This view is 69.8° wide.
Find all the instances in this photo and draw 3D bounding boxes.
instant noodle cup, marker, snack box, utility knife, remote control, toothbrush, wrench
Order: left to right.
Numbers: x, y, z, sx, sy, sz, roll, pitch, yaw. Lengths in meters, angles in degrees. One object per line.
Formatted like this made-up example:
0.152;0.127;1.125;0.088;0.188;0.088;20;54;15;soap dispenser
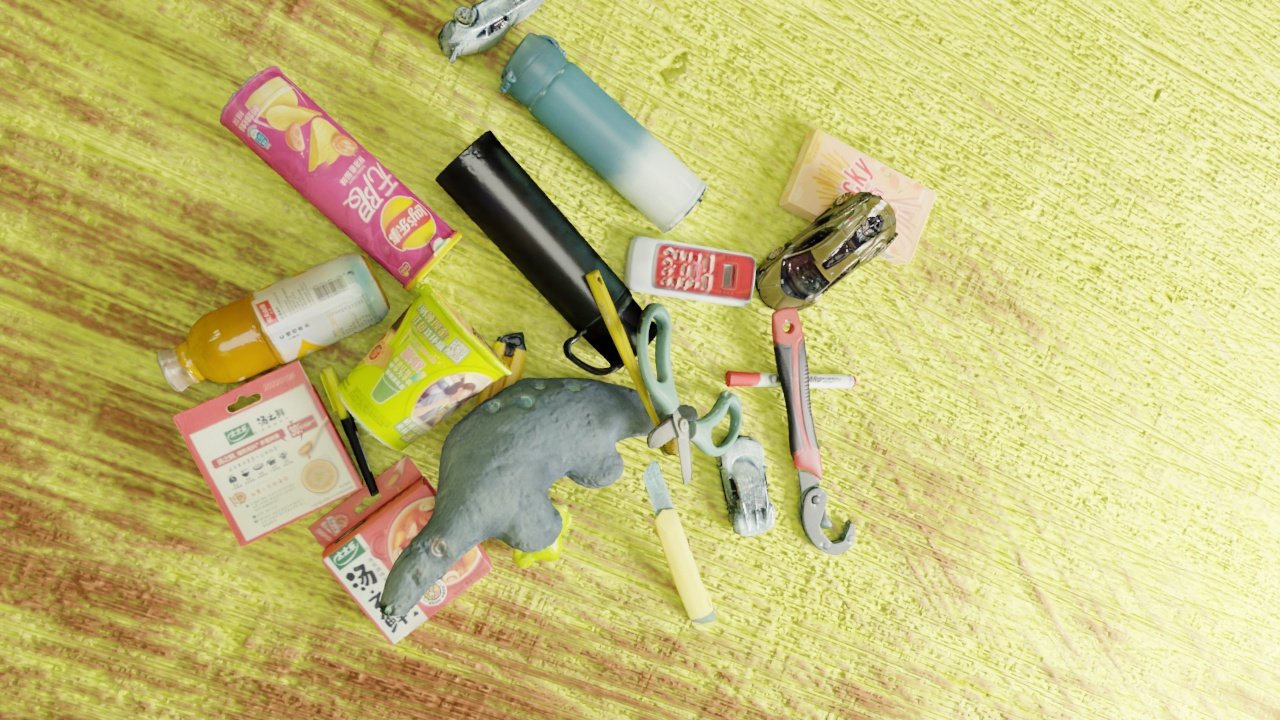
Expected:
-0.322;0.079;0.803;0.113;0.044;0.127;-26;100;-14;snack box
-0.261;0.064;0.823;0.015;0.018;0.124;-21;86;-16;marker
-0.218;0.171;0.832;0.113;0.044;0.127;-37;102;-7;snack box
-0.196;0.012;0.811;0.123;0.112;0.111;-43;102;-4;instant noodle cup
-0.148;0.074;0.869;0.033;0.015;0.216;17;88;-14;utility knife
-0.005;0.005;0.845;0.015;0.017;0.190;-34;107;-37;toothbrush
0.037;0.185;0.899;0.031;0.021;0.205;-24;120;-11;utility knife
0.051;-0.089;0.920;0.136;0.020;0.056;8;90;-17;remote control
0.158;0.021;0.957;0.145;0.017;0.017;2;91;-16;marker
0.173;0.078;0.951;0.056;0.016;0.273;-18;102;-13;wrench
0.230;-0.170;0.967;0.157;0.026;0.084;23;85;-16;snack box

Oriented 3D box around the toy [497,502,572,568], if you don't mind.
-0.111;0.146;0.873;0.100;0.031;0.096;24;75;-21;toy

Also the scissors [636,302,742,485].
0.045;0.024;0.874;0.170;0.019;0.170;-19;97;-54;scissors

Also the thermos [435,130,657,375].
-0.088;-0.092;0.850;0.242;0.069;0.089;48;60;-12;thermos

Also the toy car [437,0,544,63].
-0.132;-0.315;0.843;0.120;0.054;0.037;-36;98;-14;toy car

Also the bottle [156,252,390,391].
-0.314;-0.030;0.790;0.189;0.068;0.068;-26;98;-14;bottle

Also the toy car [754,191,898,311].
0.189;-0.107;0.935;0.158;0.042;0.070;-39;110;8;toy car

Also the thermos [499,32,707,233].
-0.035;-0.216;0.869;0.220;0.070;0.070;41;80;-13;thermos

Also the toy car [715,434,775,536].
0.109;0.128;0.938;0.049;0.031;0.105;-14;94;-17;toy car

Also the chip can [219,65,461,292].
-0.259;-0.156;0.801;0.210;0.071;0.071;43;80;-13;chip can

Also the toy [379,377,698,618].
-0.099;0.091;0.827;0.355;0.092;0.138;-33;92;-32;toy
